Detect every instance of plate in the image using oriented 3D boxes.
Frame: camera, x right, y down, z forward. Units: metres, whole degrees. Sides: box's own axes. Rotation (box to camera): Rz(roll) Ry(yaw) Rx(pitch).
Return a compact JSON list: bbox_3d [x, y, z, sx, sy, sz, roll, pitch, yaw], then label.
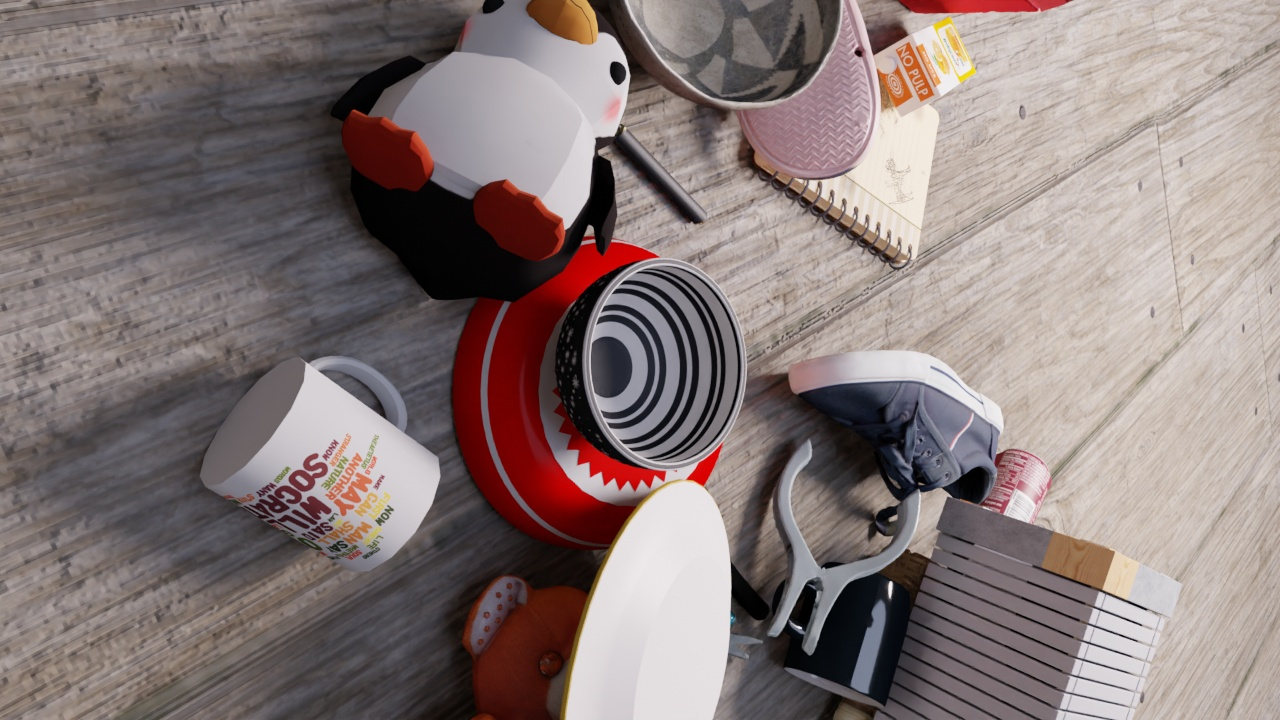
[{"bbox_3d":[0.019,0.189,0.566,0.229,0.021,0.230,-20,113,-60],"label":"plate"}]

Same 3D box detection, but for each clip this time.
[{"bbox_3d":[0.127,0.131,0.735,0.159,0.030,0.173,40,69,15],"label":"clip"}]

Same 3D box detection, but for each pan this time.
[{"bbox_3d":[0.016,0.075,0.641,0.208,0.067,0.356,-51,118,-28],"label":"pan"}]

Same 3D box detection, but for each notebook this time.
[{"bbox_3d":[0.189,-0.193,0.807,0.225,0.024,0.167,23,75,-39],"label":"notebook"}]

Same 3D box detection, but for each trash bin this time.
[{"bbox_3d":[0.312,0.264,0.763,0.142,0.143,0.247,24,85,-39],"label":"trash bin"}]

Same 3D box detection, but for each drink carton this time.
[{"bbox_3d":[0.257,-0.266,0.828,0.122,0.040,0.058,-38,102,-48],"label":"drink carton"}]

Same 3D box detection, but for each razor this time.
[{"bbox_3d":[0.002,-0.142,0.647,0.043,0.022,0.144,-39,131,14],"label":"razor"}]

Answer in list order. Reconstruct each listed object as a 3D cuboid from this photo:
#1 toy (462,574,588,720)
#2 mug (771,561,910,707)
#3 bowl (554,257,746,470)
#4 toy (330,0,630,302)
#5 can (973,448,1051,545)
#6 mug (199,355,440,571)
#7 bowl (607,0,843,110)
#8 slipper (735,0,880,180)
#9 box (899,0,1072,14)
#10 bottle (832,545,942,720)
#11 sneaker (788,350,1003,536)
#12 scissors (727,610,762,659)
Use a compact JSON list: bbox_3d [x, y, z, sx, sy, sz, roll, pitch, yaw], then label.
[{"bbox_3d":[-0.054,0.222,0.556,0.163,0.093,0.172,17,78,-41],"label":"toy"},{"bbox_3d":[0.158,0.216,0.753,0.121,0.085,0.094,30,69,-19],"label":"mug"},{"bbox_3d":[-0.003,0.003,0.540,0.120,0.066,0.120,2,87,-38],"label":"bowl"},{"bbox_3d":[-0.074,-0.131,0.529,0.159,0.140,0.183,27,59,-5],"label":"toy"},{"bbox_3d":[0.378,0.150,0.953,0.113,0.063,0.063,-52,122,-28],"label":"can"},{"bbox_3d":[-0.159,0.044,0.480,0.089,0.074,0.105,43,38,-33],"label":"mug"},{"bbox_3d":[0.047,-0.253,0.637,0.178,0.081,0.178,1,88,-25],"label":"bowl"},{"bbox_3d":[0.119,-0.245,0.703,0.055,0.107,0.221,19,63,-78],"label":"slipper"},{"bbox_3d":[0.294,-0.362,0.703,0.210,0.319,0.121,14,73,-40],"label":"box"},{"bbox_3d":[0.215,0.251,0.815,0.059,0.060,0.166,35,73,-36],"label":"bottle"},{"bbox_3d":[0.225,0.075,0.792,0.294,0.121,0.127,23,63,-42],"label":"sneaker"},{"bbox_3d":[0.037,0.199,0.674,0.122,0.019,0.149,-28,126,-19],"label":"scissors"}]
